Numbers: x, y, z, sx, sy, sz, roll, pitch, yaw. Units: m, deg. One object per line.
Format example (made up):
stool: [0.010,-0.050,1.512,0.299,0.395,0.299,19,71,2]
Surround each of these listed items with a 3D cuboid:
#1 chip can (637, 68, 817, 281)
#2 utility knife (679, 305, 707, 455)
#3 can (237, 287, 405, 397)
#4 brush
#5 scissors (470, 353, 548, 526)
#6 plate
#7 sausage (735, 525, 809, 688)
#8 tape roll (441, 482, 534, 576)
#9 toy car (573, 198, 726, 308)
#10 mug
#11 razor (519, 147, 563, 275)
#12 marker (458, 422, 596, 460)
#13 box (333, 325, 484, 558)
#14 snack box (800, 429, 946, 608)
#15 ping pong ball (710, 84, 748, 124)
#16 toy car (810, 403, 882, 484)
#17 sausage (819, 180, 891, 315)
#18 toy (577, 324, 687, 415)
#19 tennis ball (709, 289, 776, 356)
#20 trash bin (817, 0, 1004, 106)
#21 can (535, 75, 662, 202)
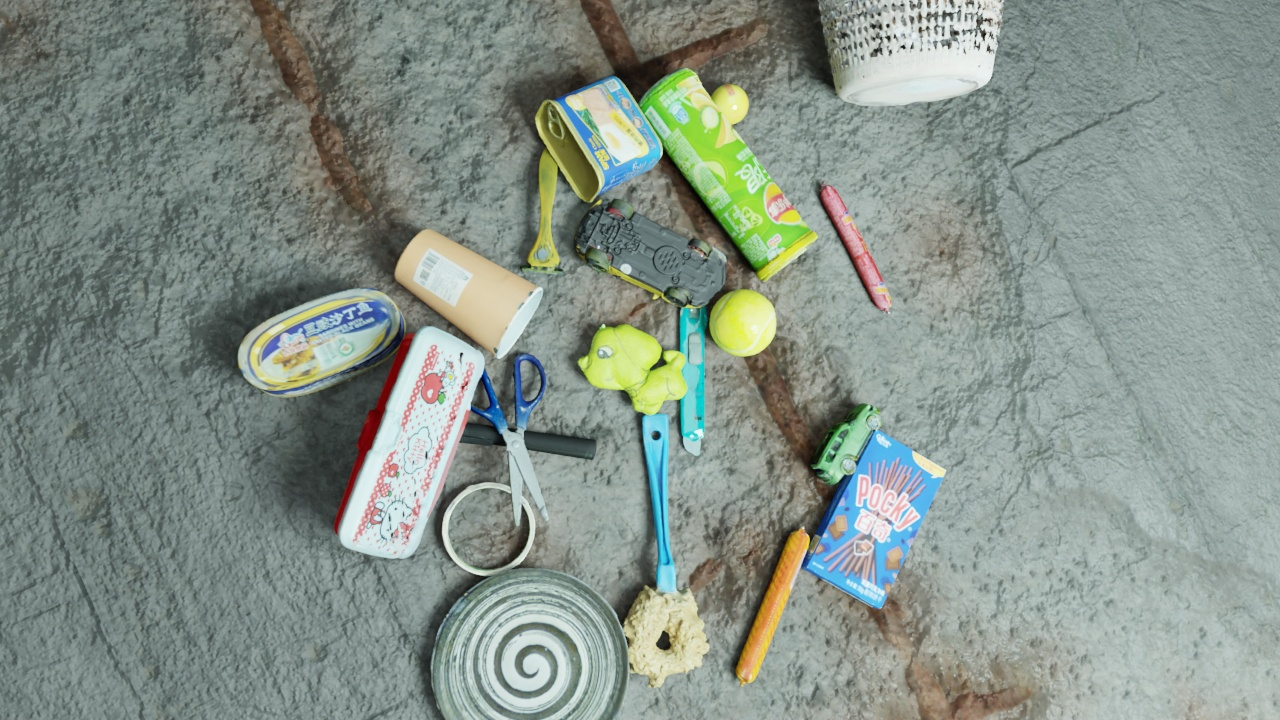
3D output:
chip can: [0.084,-0.186,0.912,0.072,0.073,0.221,-37,89,-12]
utility knife: [0.053,0.012,0.909,0.029,0.013,0.164,1,82,-7]
can: [-0.290,-0.016,0.841,0.148,0.049,0.074,-23,86,-11]
brush: [0.019,0.177,0.872,0.083,0.046,0.254,-2,78,-5]
scissors: [-0.127,0.069,0.851,0.141,0.012,0.170,18,64,3]
plate: [-0.100,0.278,0.836,0.179,0.024,0.179,0,83,-3]
sausage: [0.128,0.236,0.885,0.021,0.021,0.165,26,79,-5]
tape roll: [-0.142,0.157,0.858,0.085,0.014,0.085,1,82,-9]
toy car: [0.009,-0.102,0.904,0.156,0.041,0.071,24,79,-3]
mug: [-0.163,-0.066,0.857,0.123,0.078,0.078,32,78,1]
razor: [-0.093,-0.149,0.904,0.043,0.028,0.132,4,80,-5]
marker: [-0.107,0.076,0.871,0.132,0.022,0.020,9,120,-8]
box: [-0.211,0.069,0.807,0.095,0.099,0.201,16,79,12]
snack box: [0.232,0.155,0.910,0.084,0.026,0.157,30,79,-3]
ping pong ball: [0.090,-0.262,0.940,0.040,0.040,0.040,1,82,-9]
toy car: [0.204,0.080,0.908,0.036,0.043,0.091,37,78,-2]
sausage: [0.224,-0.117,0.952,0.020,0.020,0.156,-26,87,-12]
toy: [-0.005,0.005,0.891,0.096,0.031,0.100,-29,86,-15]
tennis ball: [0.100,-0.037,0.897,0.065,0.065,0.065,1,82,-9]
trash bin: [0.267,-0.363,0.908,0.227,0.227,0.192,-4,95,-10]
can: [-0.040,-0.218,0.898,0.083,0.057,0.102,-31,88,-27]
